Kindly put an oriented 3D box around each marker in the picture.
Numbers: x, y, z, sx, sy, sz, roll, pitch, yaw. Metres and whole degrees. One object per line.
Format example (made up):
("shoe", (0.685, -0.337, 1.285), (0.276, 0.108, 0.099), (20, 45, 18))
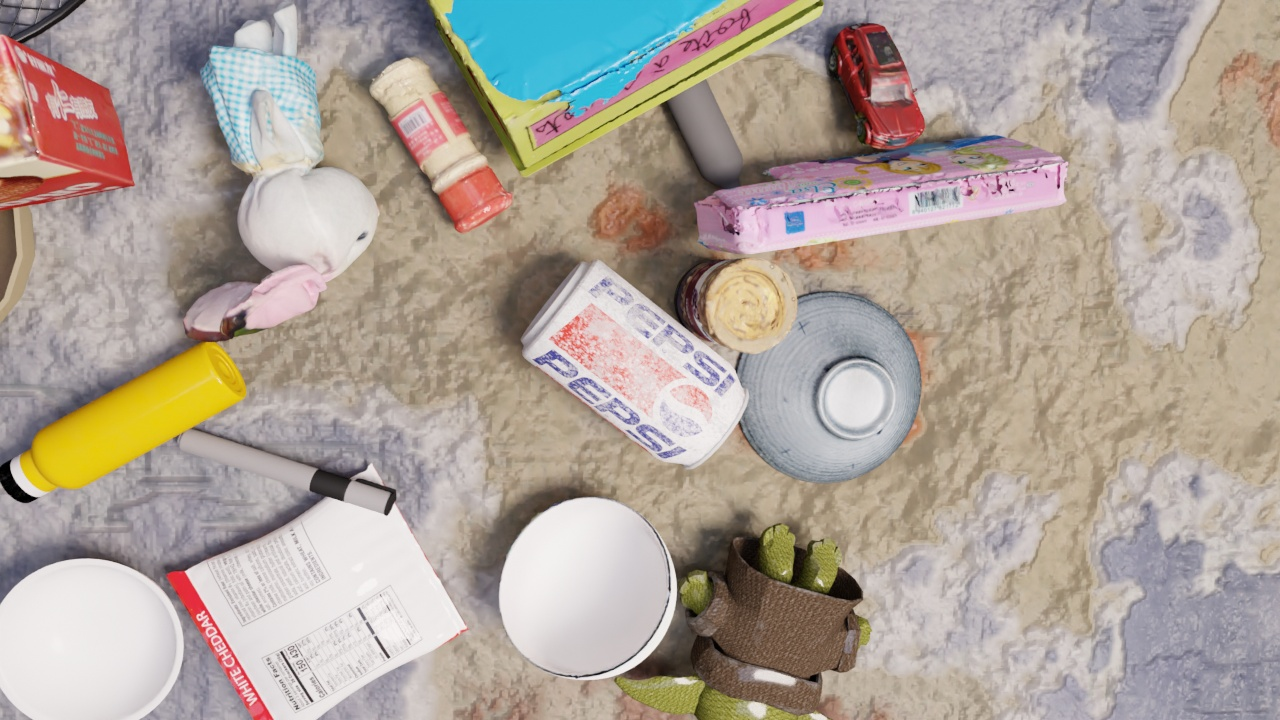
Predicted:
("marker", (-0.225, 0.070, 0.584), (0.140, 0.016, 0.016), (17, 93, 1))

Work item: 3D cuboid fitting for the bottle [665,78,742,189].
("bottle", (0.047, -0.142, 0.605), (0.030, 0.030, 0.113), (-28, 99, -5))

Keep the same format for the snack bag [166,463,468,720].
("snack bag", (-0.207, 0.159, 0.594), (0.144, 0.039, 0.131), (-29, 94, -8))

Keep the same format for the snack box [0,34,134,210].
("snack box", (-0.397, -0.098, 0.453), (0.236, 0.113, 0.060), (-12, 96, -6))

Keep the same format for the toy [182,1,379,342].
("toy", (-0.213, -0.111, 0.555), (0.105, 0.131, 0.205), (2, 87, -39))

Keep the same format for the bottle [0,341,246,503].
("bottle", (-0.320, 0.040, 0.566), (0.143, 0.043, 0.043), (-30, 99, -4))

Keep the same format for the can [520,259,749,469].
("can", (-0.003, 0.003, 0.589), (0.136, 0.078, 0.078), (38, 89, -10))

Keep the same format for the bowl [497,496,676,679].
("bowl", (-0.029, 0.151, 0.596), (0.113, 0.063, 0.113), (-7, 63, 13))

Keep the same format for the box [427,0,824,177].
("box", (-0.010, -0.221, 0.552), (0.221, 0.081, 0.124), (-32, 79, -2))

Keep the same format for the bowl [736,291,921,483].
("bowl", (0.137, 0.022, 0.621), (0.137, 0.057, 0.137), (-1, 96, -8))

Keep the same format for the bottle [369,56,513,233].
("bottle", (-0.125, -0.135, 0.576), (0.044, 0.044, 0.109), (-33, 98, -4))

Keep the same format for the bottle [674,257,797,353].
("bottle", (0.057, -0.036, 0.579), (0.056, 0.105, 0.056), (-1, 95, -8))

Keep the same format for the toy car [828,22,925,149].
("toy car", (0.157, -0.180, 0.603), (0.042, 0.036, 0.091), (-12, 75, -10))

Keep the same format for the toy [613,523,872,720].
("toy", (0.086, 0.188, 0.620), (0.179, 0.078, 0.153), (18, 101, -9))

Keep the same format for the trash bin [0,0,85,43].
("trash bin", (-0.409, -0.288, 0.459), (0.184, 0.184, 0.210), (-36, 94, -3))

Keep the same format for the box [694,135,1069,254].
("box", (0.153, -0.109, 0.581), (0.230, 0.084, 0.053), (-10, 102, -14))

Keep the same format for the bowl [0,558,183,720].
("bowl", (-0.339, 0.172, 0.578), (0.110, 0.040, 0.110), (-1, 96, -8))

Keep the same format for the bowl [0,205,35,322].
("bowl", (-0.430, -0.073, 0.535), (0.152, 0.050, 0.152), (-1, 96, -8))
